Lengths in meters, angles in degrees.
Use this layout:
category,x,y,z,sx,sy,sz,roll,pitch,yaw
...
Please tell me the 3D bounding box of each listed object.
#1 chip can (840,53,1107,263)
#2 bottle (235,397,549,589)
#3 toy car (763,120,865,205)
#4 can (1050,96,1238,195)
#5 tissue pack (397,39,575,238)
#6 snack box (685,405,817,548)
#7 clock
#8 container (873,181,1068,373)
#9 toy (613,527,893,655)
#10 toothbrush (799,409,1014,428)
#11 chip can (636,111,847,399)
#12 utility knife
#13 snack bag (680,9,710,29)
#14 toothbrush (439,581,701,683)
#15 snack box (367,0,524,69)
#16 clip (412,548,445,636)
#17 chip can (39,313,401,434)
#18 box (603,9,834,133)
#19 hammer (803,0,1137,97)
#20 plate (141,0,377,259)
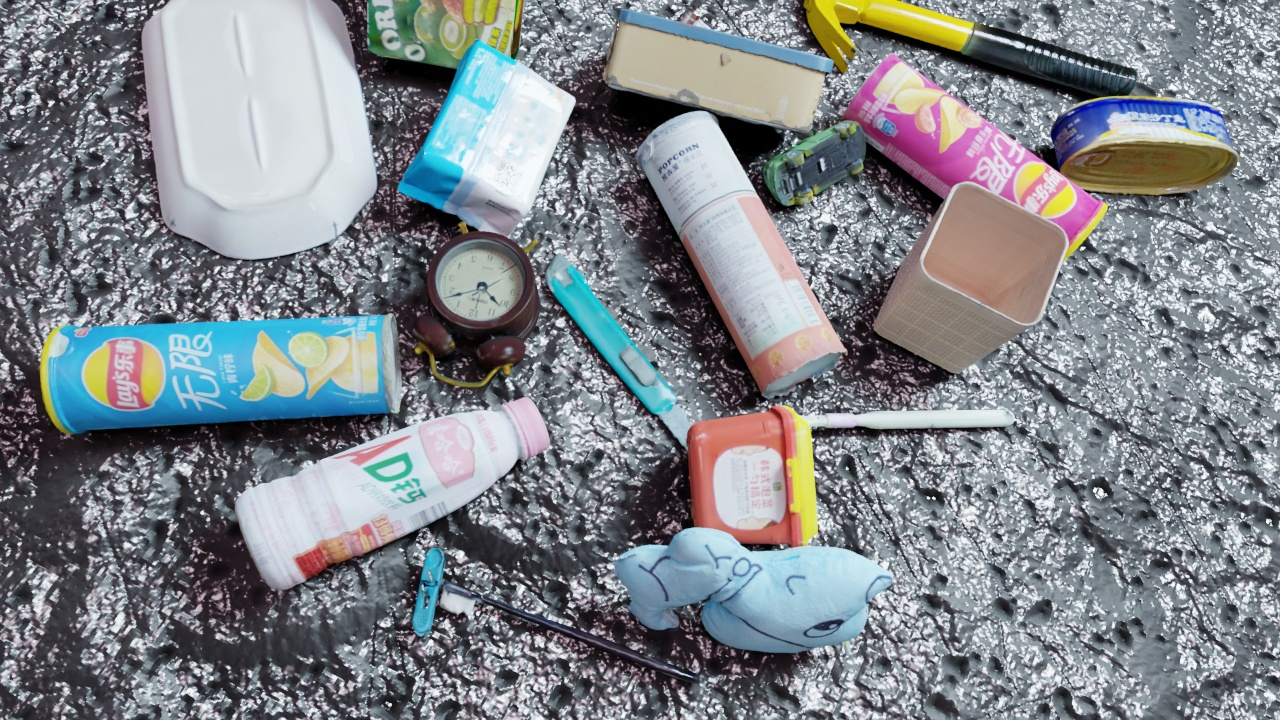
category,x,y,z,sx,sy,sz,roll,pitch,yaw
chip can,0.267,-0.160,0.745,0.210,0.071,0.071,40,69,9
bottle,-0.156,0.078,0.602,0.196,0.068,0.068,-24,73,-18
toy car,0.142,-0.161,0.743,0.091,0.043,0.036,-29,34,-11
can,0.422,-0.180,0.772,0.148,0.075,0.049,1,66,-7
tissue pack,-0.115,-0.166,0.694,0.090,0.063,0.139,27,68,-20
snack box,0.073,0.079,0.617,0.080,0.082,0.091,-4,92,0
clock,-0.116,-0.037,0.656,0.082,0.055,0.121,14,69,-2
container,0.236,-0.055,0.678,0.090,0.111,0.089,28,68,4
toy,0.074,0.151,0.587,0.156,0.162,0.049,43,32,-29
toothbrush,0.190,0.046,0.684,0.189,0.020,0.029,-2,36,-9
chip can,0.074,-0.080,0.689,0.071,0.071,0.214,-22,73,-15
utility knife,-0.004,0.004,0.677,0.029,0.013,0.216,-35,78,-18
snack bag,0.072,-0.253,0.780,0.104,0.026,0.048,32,91,7
toothbrush,-0.046,0.182,0.602,0.181,0.016,0.018,18,74,1
snack box,-0.138,-0.341,0.677,0.114,0.241,0.063,9,38,-3
clip,-0.138,0.151,0.598,0.014,0.043,0.056,9,67,-7
chip can,-0.270,0.007,0.611,0.210,0.071,0.071,-3,69,-9
box,0.067,-0.225,0.725,0.184,0.089,0.061,12,105,1
hammer,0.292,-0.287,0.819,0.301,0.033,0.128,16,68,-1
plate,-0.299,-0.204,0.709,0.162,0.034,0.265,-11,71,-11
